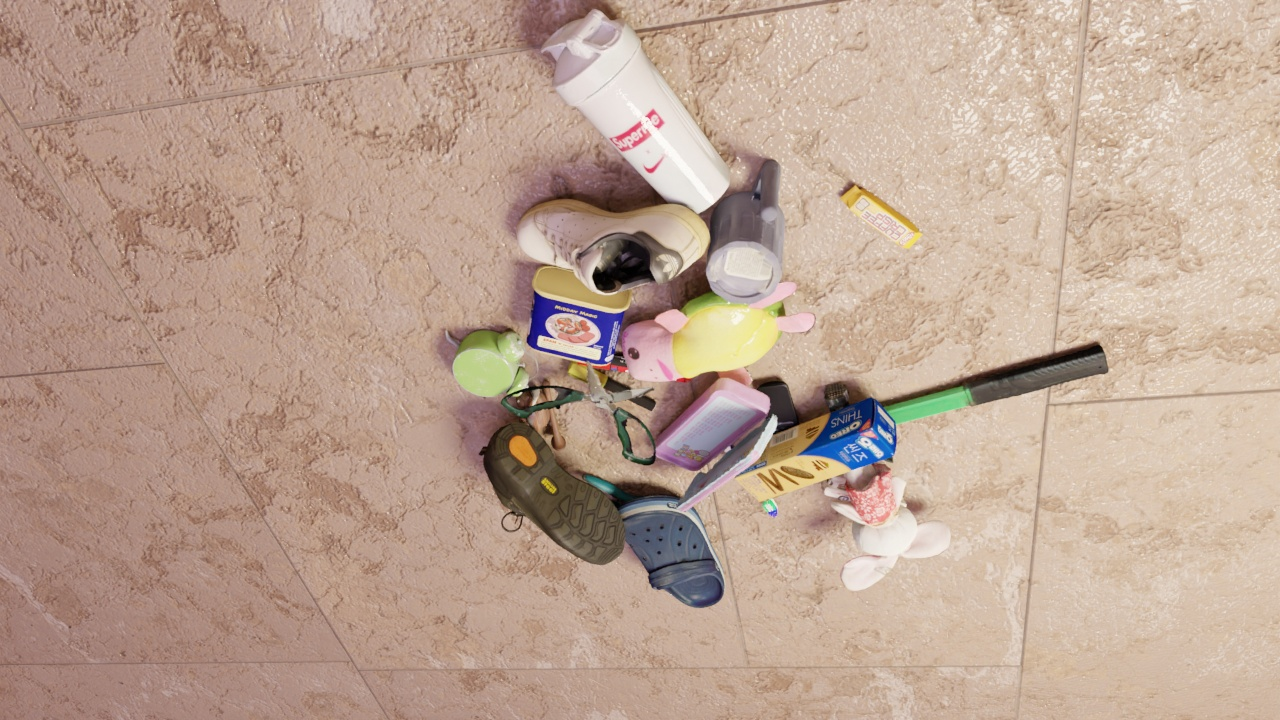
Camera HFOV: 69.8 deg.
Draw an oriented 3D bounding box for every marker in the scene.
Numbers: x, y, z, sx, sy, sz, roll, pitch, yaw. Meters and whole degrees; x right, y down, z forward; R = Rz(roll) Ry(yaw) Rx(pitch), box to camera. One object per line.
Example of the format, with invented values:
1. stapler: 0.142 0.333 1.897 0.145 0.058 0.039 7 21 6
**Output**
1. marker: -0.037 0.035 1.187 0.124 0.017 0.021 27 127 -14
2. marker: -0.007 0.007 1.156 0.145 0.023 0.021 10 91 1

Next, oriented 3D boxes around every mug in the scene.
1. mug: 0.119 -0.136 0.974 0.084 0.103 0.124 19 129 -5

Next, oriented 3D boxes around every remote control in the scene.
1. remote control: 0.188 0.085 1.190 0.041 0.020 0.152 -8 128 20

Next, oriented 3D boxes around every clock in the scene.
1. clock: -0.189 0.005 1.171 0.119 0.042 0.094 1 129 8

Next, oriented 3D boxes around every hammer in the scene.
1. hammer: 0.397 0.044 1.119 0.319 0.032 0.130 -18 122 21

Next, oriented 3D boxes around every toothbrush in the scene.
1. toothbrush: 0.142 0.150 1.251 0.015 0.016 0.187 -23 121 24

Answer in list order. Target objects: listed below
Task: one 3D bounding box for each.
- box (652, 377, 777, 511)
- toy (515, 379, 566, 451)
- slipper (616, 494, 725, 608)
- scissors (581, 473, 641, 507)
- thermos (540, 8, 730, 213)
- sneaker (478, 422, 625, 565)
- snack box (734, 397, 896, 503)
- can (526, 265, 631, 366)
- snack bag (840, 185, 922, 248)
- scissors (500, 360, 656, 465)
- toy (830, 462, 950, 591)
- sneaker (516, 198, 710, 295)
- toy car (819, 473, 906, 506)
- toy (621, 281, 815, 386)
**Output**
1. box: 0.084 0.116 1.145 0.089 0.092 0.215 25 146 -11
2. toy: -0.134 0.074 1.219 0.054 0.041 0.102 -14 119 -9
3. slipper: 0.055 0.287 1.316 0.105 0.095 0.253 -21 129 19
4. scissors: -0.035 0.202 1.317 0.156 0.019 0.124 -12 127 15
5. thermos: 0.002 -0.246 0.916 0.100 0.099 0.220 -30 122 28
6. sneaker: -0.137 0.195 1.247 0.238 0.100 0.143 48 146 -10
7. snack box: 0.217 0.115 1.153 0.207 0.057 0.056 -26 121 35
8. can: -0.077 -0.051 1.101 0.116 0.056 0.092 13 130 -2
9. snack bag: 0.261 -0.154 0.991 0.099 0.020 0.026 32 127 -16
10. scissors: -0.064 0.076 1.178 0.202 0.015 0.202 -10 131 19
11. toy: 0.306 0.201 1.179 0.159 0.084 0.194 -29 110 0
12. sneaker: -0.047 -0.112 0.985 0.242 0.102 0.089 5 137 35
13. toy car: 0.301 0.173 1.233 0.113 0.039 0.039 11 107 -1
14. toy: 0.086 -0.031 1.072 0.239 0.087 0.190 -22 145 30
